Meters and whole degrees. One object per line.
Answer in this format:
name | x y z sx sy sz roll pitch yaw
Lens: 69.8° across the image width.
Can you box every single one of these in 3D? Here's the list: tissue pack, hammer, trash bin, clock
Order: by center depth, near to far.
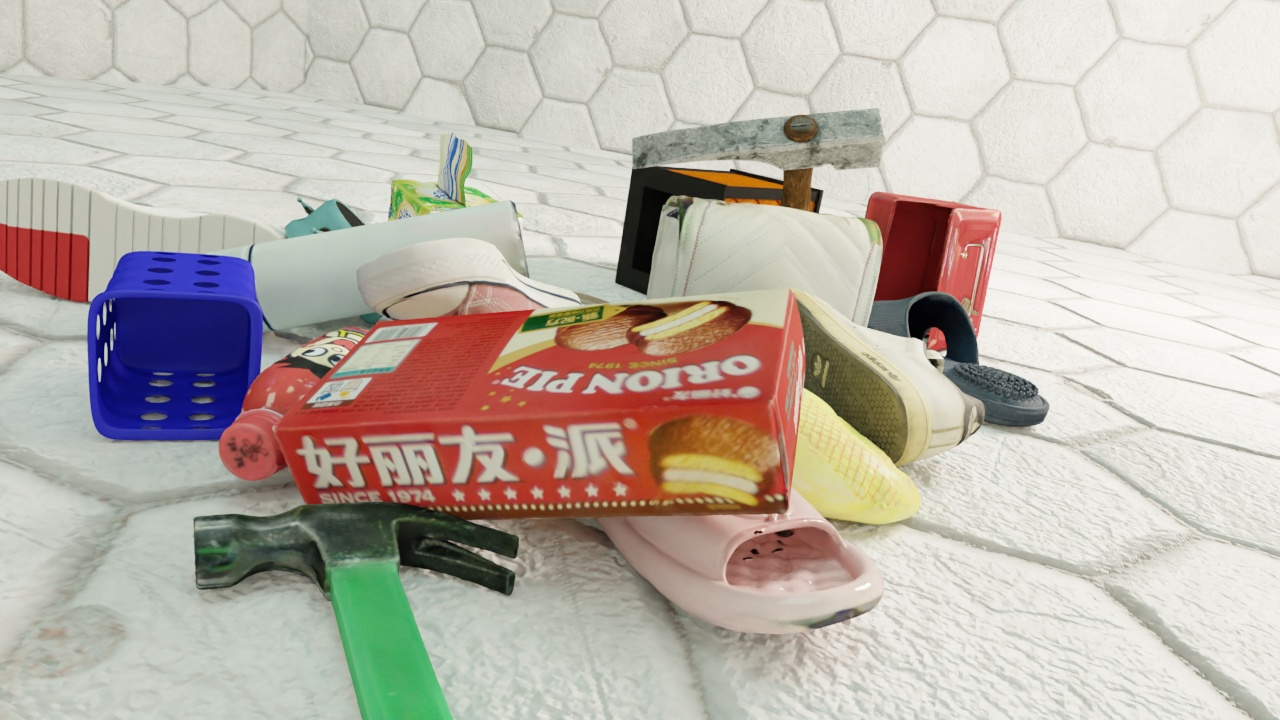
hammer | -0.066 0.129 0.287 0.130 0.032 0.319 1 19 -27
clock | -0.239 -0.080 0.765 0.124 0.053 0.090 49 2 -47
hammer | 0.115 -0.129 0.920 0.218 0.037 0.301 -4 -28 5
tissue pack | -0.203 -0.173 0.997 0.120 0.141 0.198 -2 21 -33
trash bin | 0.090 -0.142 1.056 0.171 0.140 0.140 -8 24 -43

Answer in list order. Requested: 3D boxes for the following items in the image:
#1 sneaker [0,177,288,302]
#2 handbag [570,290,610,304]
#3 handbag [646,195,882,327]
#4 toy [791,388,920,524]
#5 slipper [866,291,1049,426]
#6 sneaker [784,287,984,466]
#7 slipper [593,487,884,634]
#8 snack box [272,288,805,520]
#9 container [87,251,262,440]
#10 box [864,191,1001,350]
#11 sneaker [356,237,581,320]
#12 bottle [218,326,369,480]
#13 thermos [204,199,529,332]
sneaker | -0.397 -0.094 0.751 0.236 0.090 0.104 6 9 -7
handbag | -0.110 -0.060 0.842 0.197 0.062 0.175 8 16 -23
handbag | 0.111 -0.076 0.856 0.198 0.142 0.096 7 16 -12
toy | 0.095 0.049 0.579 0.154 0.065 0.170 14 18 -32
slipper | 0.272 -0.020 0.860 0.101 0.083 0.263 -1 20 -25
sneaker | 0.176 0.002 0.716 0.102 0.089 0.241 -6 25 -17
slipper | 0.032 0.074 0.472 0.106 0.056 0.222 -1 17 -35
snack box | -0.042 0.021 0.448 0.237 0.060 0.113 -4 27 16
container | -0.272 -0.013 0.545 0.084 0.085 0.113 2 17 -24
box | 0.314 -0.102 1.023 0.136 0.157 0.127 -4 17 -41
sneaker | -0.104 -0.018 0.643 0.118 0.087 0.240 -18 -15 21
bottle | -0.182 0.026 0.505 0.062 0.062 0.137 10 16 2
thermos | -0.201 -0.068 0.684 0.230 0.068 0.068 -12 20 -6
